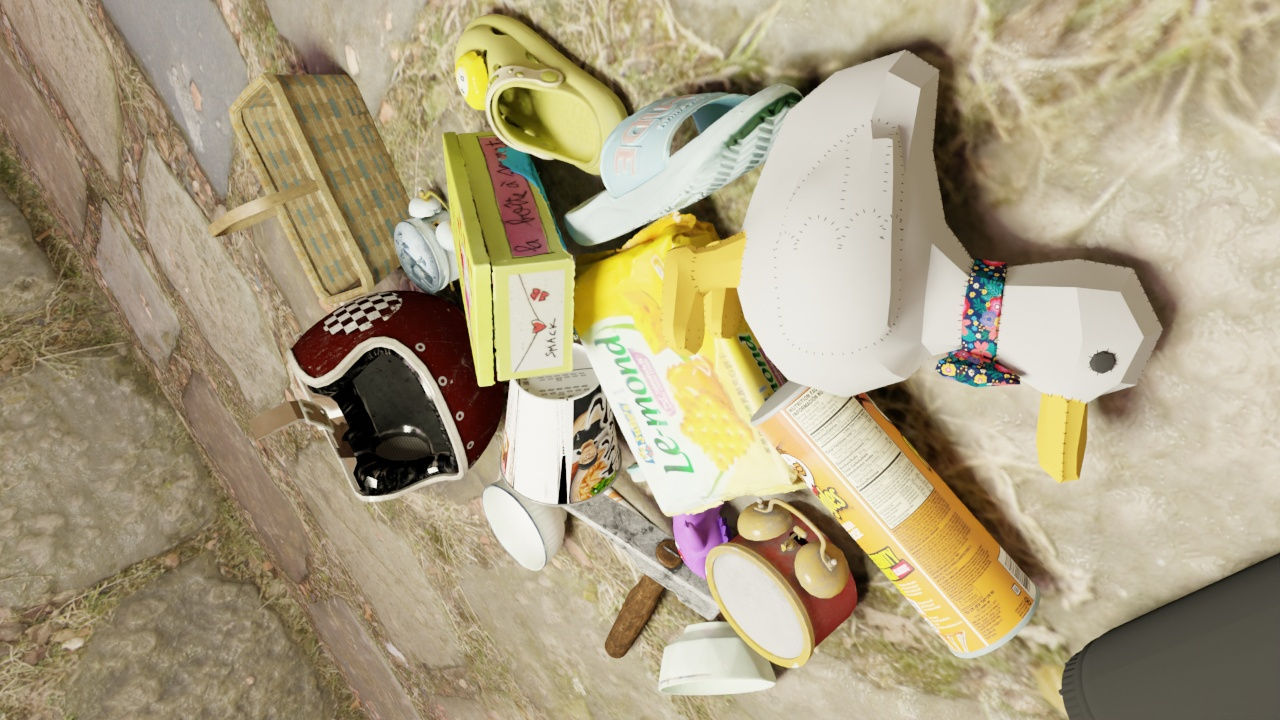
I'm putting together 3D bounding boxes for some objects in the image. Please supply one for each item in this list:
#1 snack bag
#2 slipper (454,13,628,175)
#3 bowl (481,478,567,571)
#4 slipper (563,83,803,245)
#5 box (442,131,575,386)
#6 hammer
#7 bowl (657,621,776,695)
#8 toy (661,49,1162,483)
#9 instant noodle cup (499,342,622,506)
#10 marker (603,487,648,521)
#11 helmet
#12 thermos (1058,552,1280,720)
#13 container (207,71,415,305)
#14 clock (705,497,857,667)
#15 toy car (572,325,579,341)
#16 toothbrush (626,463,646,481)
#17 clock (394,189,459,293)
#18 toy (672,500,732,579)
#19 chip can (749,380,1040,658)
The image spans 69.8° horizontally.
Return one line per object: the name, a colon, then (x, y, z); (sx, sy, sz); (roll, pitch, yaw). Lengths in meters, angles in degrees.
snack bag: (0.039, 0.005, 0.745); (0.160, 0.068, 0.247); (-21, 96, 50)
slipper: (-0.094, -0.208, 0.750); (0.190, 0.081, 0.092); (37, 142, 23)
bowl: (-0.130, 0.186, 1.105); (0.118, 0.062, 0.118); (31, 136, 34)
slipper: (0.012, -0.143, 0.656); (0.246, 0.103, 0.074); (-13, 109, 58)
box: (-0.118, -0.096, 0.781); (0.220, 0.082, 0.125); (-114, 22, -44)
hammer: (-0.032, 0.252, 1.026); (0.218, 0.036, 0.301); (32, 144, 9)
bowl: (0.074, 0.297, 0.918); (0.118, 0.117, 0.061); (134, 138, -54)
toy: (0.150, -0.051, 0.537); (0.268, 0.140, 0.247); (-2, 99, 24)
instant noodle cup: (-0.078, 0.054, 0.886); (0.124, 0.123, 0.122); (33, 139, 31)
marker: (-0.020, 0.160, 0.991); (0.145, 0.017, 0.017); (38, 140, 26)
helmet: (-0.277, 0.038, 0.998); (0.234, 0.253, 0.234); (44, 153, 44)
thermos: (0.328, 0.182, 0.530); (0.086, 0.085, 0.199); (48, 144, 14)
container: (-0.379, -0.181, 1.018); (0.158, 0.185, 0.250); (-5, 112, 52)
clock: (0.126, 0.175, 0.771); (0.117, 0.081, 0.159); (38, 143, 33)
toy car: (-0.048, -0.041, 0.863); (0.090, 0.027, 0.039); (-3, 113, 57)
toothbrush: (0.042, 0.103, 0.875); (0.181, 0.016, 0.016); (-15, 101, 54)
clock: (-0.220, -0.128, 0.980); (0.083, 0.056, 0.118); (44, 143, 20)
toy: (0.059, 0.160, 0.849); (0.056, 0.106, 0.088); (-11, 78, 13)
chip can: (0.175, 0.099, 0.638); (0.215, 0.075, 0.075); (49, 145, 1)
